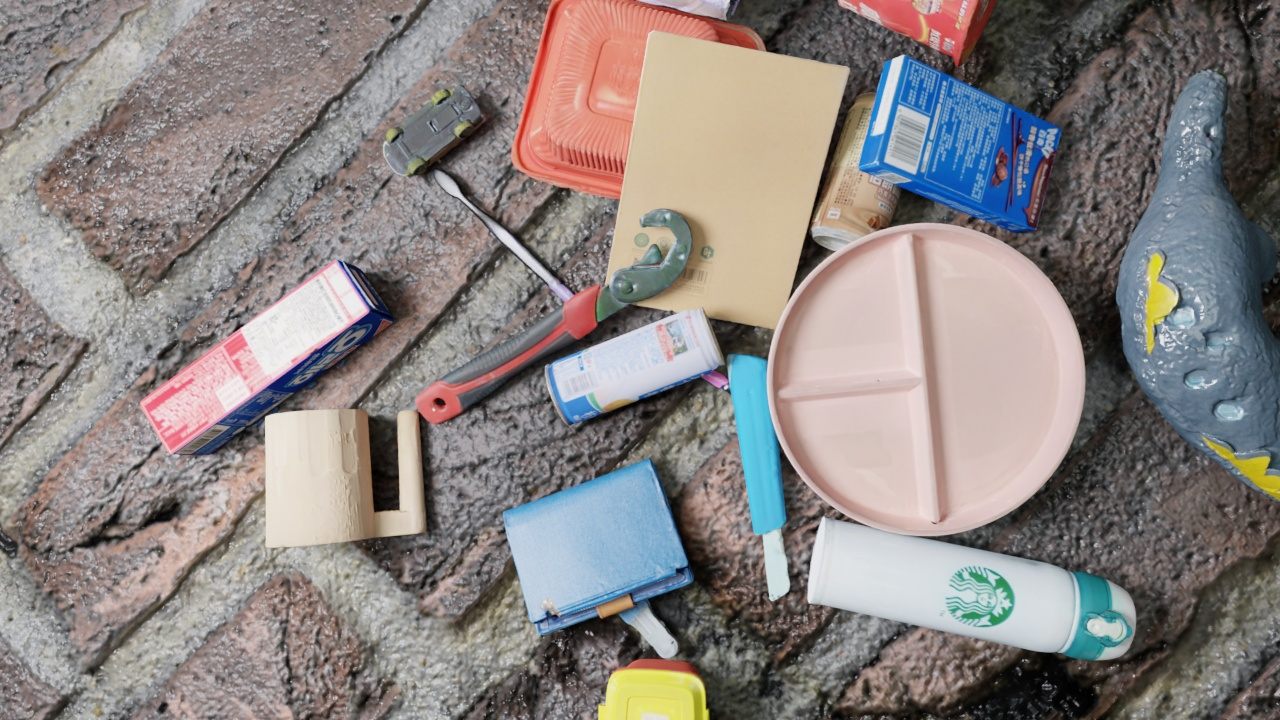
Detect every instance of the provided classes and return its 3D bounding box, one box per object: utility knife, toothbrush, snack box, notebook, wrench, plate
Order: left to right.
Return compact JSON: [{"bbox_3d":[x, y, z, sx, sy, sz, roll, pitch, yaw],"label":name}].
[{"bbox_3d":[-0.307,0.000,0.763,0.207,0.057,0.058,-35,80,3],"label":"snack box"},{"bbox_3d":[-0.106,-0.097,0.772,0.189,0.016,0.014,44,103,5],"label":"toothbrush"},{"bbox_3d":[-0.070,-0.027,0.734,0.274,0.016,0.056,-35,108,15],"label":"wrench"},{"bbox_3d":[0.012,0.273,0.693,0.082,0.080,0.091,2,86,6],"label":"snack box"},{"bbox_3d":[0.060,-0.130,0.697,0.148,0.008,0.208,10,114,-2],"label":"notebook"},{"bbox_3d":[0.096,0.092,0.724,0.034,0.018,0.199,-7,91,16],"label":"utility knife"},{"bbox_3d":[0.113,0.044,0.732,0.189,0.017,0.014,30,91,9],"label":"toothbrush"},{"bbox_3d":[0.209,0.014,0.682,0.229,0.028,0.229,0,91,4],"label":"plate"},{"bbox_3d":[0.243,-0.160,0.693,0.157,0.026,0.084,16,87,-21],"label":"snack box"}]

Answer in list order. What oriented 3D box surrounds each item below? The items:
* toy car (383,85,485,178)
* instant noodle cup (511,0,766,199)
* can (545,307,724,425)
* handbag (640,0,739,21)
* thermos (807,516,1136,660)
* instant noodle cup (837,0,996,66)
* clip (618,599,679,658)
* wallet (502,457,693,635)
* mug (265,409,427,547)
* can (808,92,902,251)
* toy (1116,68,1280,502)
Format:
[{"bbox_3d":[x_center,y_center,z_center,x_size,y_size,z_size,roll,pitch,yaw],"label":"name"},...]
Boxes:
[{"bbox_3d":[-0.174,-0.190,0.773,0.090,0.035,0.042,-36,81,3],"label":"toy car"},{"bbox_3d":[-0.003,-0.211,0.734,0.189,0.079,0.164,13,91,2],"label":"instant noodle cup"},{"bbox_3d":[-0.004,0.004,0.726,0.135,0.053,0.053,-21,84,8],"label":"can"},{"bbox_3d":[-0.007,-0.338,0.720,0.194,0.076,0.133,13,53,6],"label":"handbag"},{"bbox_3d":[0.241,0.171,0.678,0.224,0.073,0.073,11,87,7],"label":"thermos"},{"bbox_3d":[0.219,-0.306,0.694,0.108,0.138,0.138,24,89,16],"label":"instant noodle cup"},{"bbox_3d":[0.009,0.212,0.731,0.025,0.031,0.057,-45,74,-1],"label":"clip"},{"bbox_3d":[-0.034,0.148,0.729,0.133,0.040,0.106,-21,73,6],"label":"wallet"},{"bbox_3d":[-0.239,0.093,0.743,0.124,0.084,0.103,-2,83,-18],"label":"mug"},{"bbox_3d":[0.176,-0.143,0.717,0.058,0.058,0.116,18,88,8],"label":"can"},{"bbox_3d":[0.418,-0.033,0.666,0.138,0.091,0.356,-12,86,-7],"label":"toy"}]
